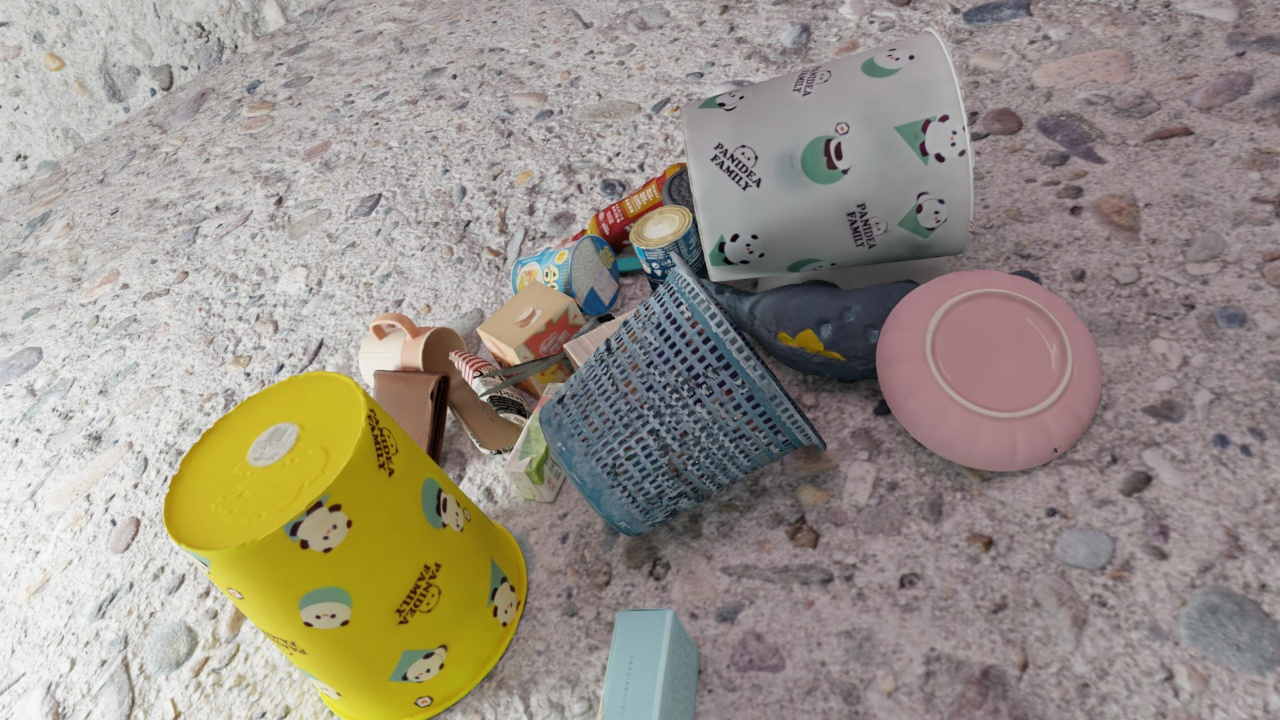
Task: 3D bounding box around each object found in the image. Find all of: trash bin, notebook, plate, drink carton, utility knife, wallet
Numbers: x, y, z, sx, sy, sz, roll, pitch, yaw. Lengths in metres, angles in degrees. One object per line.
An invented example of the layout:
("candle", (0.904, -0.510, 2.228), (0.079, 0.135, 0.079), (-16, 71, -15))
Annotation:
("trash bin", (0.024, 0.046, 0.839), (0.195, 0.226, 0.226), (-37, 41, 5))
("notebook", (0.231, -0.095, 1.012), (0.209, 0.012, 0.150), (-8, 45, 21))
("trash bin", (0.179, -0.193, 0.928), (0.252, 0.230, 0.229), (-10, 43, 7))
("plate", (0.305, -0.001, 0.796), (0.192, 0.039, 0.192), (-2, 66, 3))
("drink carton", (-0.096, 0.084, 0.962), (0.046, 0.053, 0.122), (0, 47, 29))
("utility knife", (-0.049, -0.119, 1.180), (0.175, 0.013, 0.029), (-4, 43, 28))
("trash bin", (-0.257, 0.161, 0.810), (0.230, 0.255, 0.229), (-15, 42, 14))
("wallet", (-0.270, 0.071, 1.044), (0.101, 0.032, 0.124), (-1, 76, 27))

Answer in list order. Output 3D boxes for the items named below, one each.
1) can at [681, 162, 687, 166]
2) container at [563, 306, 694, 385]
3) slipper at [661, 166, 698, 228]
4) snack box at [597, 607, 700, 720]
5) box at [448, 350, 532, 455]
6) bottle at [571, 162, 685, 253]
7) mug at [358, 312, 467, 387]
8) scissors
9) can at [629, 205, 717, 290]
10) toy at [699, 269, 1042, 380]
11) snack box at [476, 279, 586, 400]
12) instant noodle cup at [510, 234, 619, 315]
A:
("can", (0.120, -0.237, 1.182), (0.146, 0.058, 0.058), (-6, 45, 22))
("container", (-0.006, 0.006, 0.973), (0.111, 0.090, 0.090), (-30, 41, -9))
("slipper", (0.160, -0.178, 1.096), (0.268, 0.083, 0.110), (-3, 49, -1))
("snack box", (0.003, 0.281, 0.690), (0.052, 0.074, 0.174), (-7, 44, 20))
("box", (-0.176, 0.054, 1.037), (0.163, 0.076, 0.086), (37, 104, 48))
("bottle", (-0.008, -0.184, 1.173), (0.175, 0.057, 0.057), (-29, 38, 20))
("mug", (-0.283, -0.011, 1.110), (0.106, 0.114, 0.081), (0, 47, 30))
("scissors", (-0.093, -0.004, 0.991), (0.163, 0.165, 0.014), (-46, 61, 9))
("can", (0.039, -0.114, 1.054), (0.075, 0.111, 0.075), (-14, 42, 13))
("toy", (0.201, -0.041, 0.910), (0.357, 0.091, 0.137), (3, 47, 26))
("snack box", (-0.114, -0.021, 1.049), (0.092, 0.094, 0.077), (-43, 44, -19))
("instant noodle cup", (-0.099, -0.101, 1.132), (0.110, 0.099, 0.099), (-1, 46, 35))
